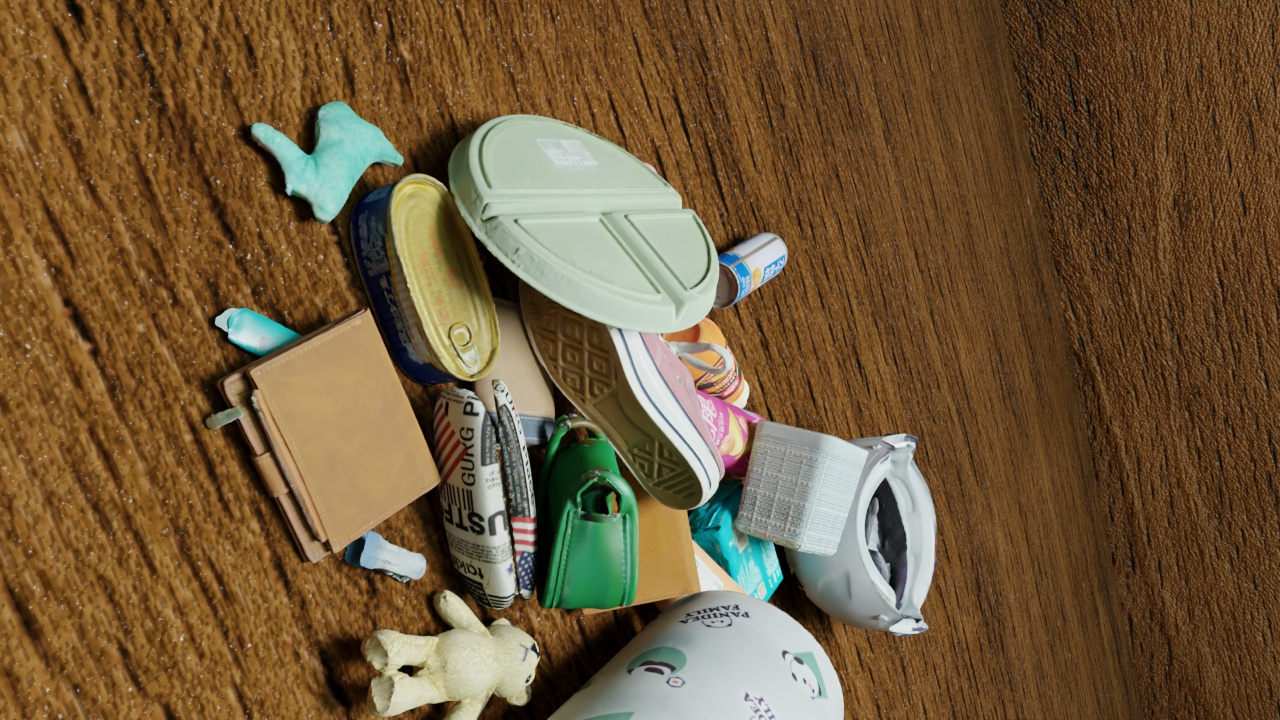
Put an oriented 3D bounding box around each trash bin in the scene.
[{"bbox_3d":[0.032,0.315,0.691,0.251,0.230,0.229,-32,109,-57],"label":"trash bin"}]

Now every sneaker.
[{"bbox_3d":[-0.004,0.004,0.735,0.241,0.119,0.087,56,42,-11],"label":"sneaker"}]

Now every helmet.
[{"bbox_3d":[0.248,0.200,1.062,0.258,0.146,0.229,10,76,-61],"label":"helmet"}]

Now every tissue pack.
[{"bbox_3d":[0.096,0.198,0.935,0.093,0.050,0.133,-36,112,-52],"label":"tissue pack"}]

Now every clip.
[{"bbox_3d":[-0.169,0.133,0.614,0.058,0.038,0.026,42,49,-44],"label":"clip"}]

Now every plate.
[{"bbox_3d":[-0.034,-0.112,0.700,0.230,0.028,0.229,24,37,-20],"label":"plate"}]

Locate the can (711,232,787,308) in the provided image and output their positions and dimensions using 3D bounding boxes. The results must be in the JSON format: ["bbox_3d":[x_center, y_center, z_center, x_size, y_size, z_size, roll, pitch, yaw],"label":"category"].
[{"bbox_3d":[0.115,-0.102,1.016,0.134,0.053,0.053,-34,110,-51],"label":"can"}]

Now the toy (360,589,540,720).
[{"bbox_3d":[-0.126,0.205,0.618,0.157,0.066,0.105,24,47,-58],"label":"toy"}]

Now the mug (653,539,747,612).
[{"bbox_3d":[0.045,0.209,0.841,0.123,0.078,0.078,52,45,-23],"label":"mug"}]

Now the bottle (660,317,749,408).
[{"bbox_3d":[0.073,0.012,0.937,0.149,0.067,0.066,45,49,-48],"label":"bottle"}]

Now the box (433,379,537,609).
[{"bbox_3d":[-0.094,0.093,0.652,0.082,0.075,0.163,-14,104,-39],"label":"box"}]

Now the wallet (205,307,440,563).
[{"bbox_3d":[-0.194,0.049,0.575,0.118,0.035,0.131,-34,116,-38],"label":"wallet"}]

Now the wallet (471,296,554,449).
[{"bbox_3d":[-0.101,0.012,0.721,0.090,0.033,0.115,11,74,-55],"label":"wallet"}]

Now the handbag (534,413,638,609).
[{"bbox_3d":[-0.044,0.114,0.683,0.131,0.068,0.120,-119,-149,-70],"label":"handbag"}]

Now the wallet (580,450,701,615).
[{"bbox_3d":[-0.011,0.139,0.774,0.107,0.031,0.131,-7,81,-15],"label":"wallet"}]

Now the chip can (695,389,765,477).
[{"bbox_3d":[0.048,0.062,0.878,0.210,0.072,0.071,23,65,-50],"label":"chip can"}]

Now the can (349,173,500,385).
[{"bbox_3d":[-0.151,-0.054,0.648,0.074,0.049,0.148,-33,110,-51],"label":"can"}]

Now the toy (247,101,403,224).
[{"bbox_3d":[-0.208,-0.135,0.606,0.096,0.030,0.091,41,50,-35],"label":"toy"}]

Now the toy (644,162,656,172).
[{"bbox_3d":[-0.021,-0.097,0.809,0.178,0.075,0.194,-3,79,-53],"label":"toy"}]

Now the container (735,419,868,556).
[{"bbox_3d":[0.155,0.126,0.895,0.090,0.090,0.111,23,81,-50],"label":"container"}]

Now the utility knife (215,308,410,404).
[{"bbox_3d":[-0.204,0.007,0.595,0.157,0.013,0.029,36,57,-44],"label":"utility knife"}]
